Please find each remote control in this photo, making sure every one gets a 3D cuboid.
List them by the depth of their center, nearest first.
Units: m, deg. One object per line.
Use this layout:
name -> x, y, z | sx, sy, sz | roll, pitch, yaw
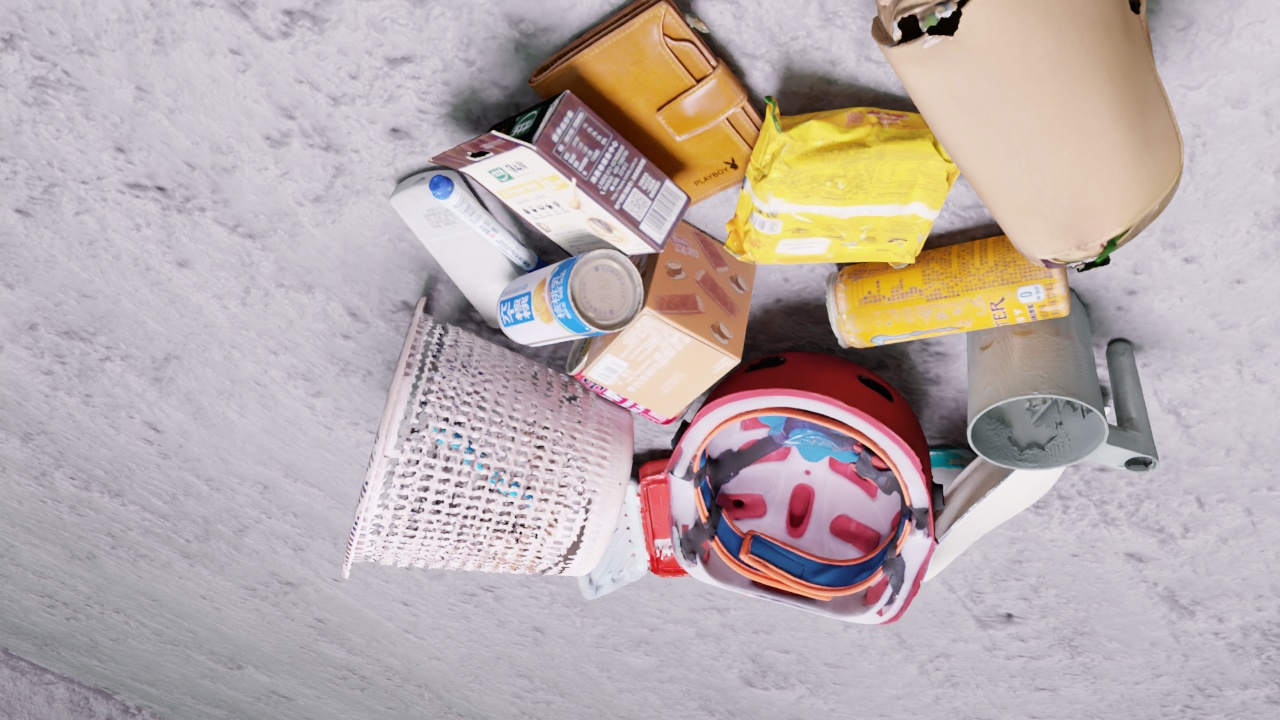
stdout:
remote control -> -0.125, -0.081, 0.693 | 0.058, 0.021, 0.150 | -8, 137, 26

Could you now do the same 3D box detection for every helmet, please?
helmet -> 0.131, 0.078, 0.719 | 0.207, 0.143, 0.240 | 11, 129, 14

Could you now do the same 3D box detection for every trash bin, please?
trash bin -> -0.117, 0.082, 0.744 | 0.192, 0.227, 0.228 | 16, 143, -13

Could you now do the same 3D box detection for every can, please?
can -> 0.201, -0.046, 0.605 | 0.146, 0.058, 0.058 | -10, 136, 28
can -> -0.053, -0.040, 0.627 | 0.053, 0.053, 0.135 | 33, 162, -23
can -> -0.004, 0.004, 0.725 | 0.093, 0.066, 0.067 | 28, 140, -18

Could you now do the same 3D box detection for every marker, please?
marker -> -0.100, -0.088, 0.641 | 0.017, 0.016, 0.145 | -6, 158, 23

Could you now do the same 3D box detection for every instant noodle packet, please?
instant noodle packet -> 0.120, -0.104, 0.552 | 0.128, 0.044, 0.111 | 1, 137, -10

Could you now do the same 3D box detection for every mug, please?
mug -> 0.282, 0.015, 0.620 | 0.124, 0.103, 0.084 | 16, 142, -4

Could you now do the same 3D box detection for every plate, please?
plate -> 0.282, 0.098, 0.723 | 0.034, 0.164, 0.164 | 50, 160, 28

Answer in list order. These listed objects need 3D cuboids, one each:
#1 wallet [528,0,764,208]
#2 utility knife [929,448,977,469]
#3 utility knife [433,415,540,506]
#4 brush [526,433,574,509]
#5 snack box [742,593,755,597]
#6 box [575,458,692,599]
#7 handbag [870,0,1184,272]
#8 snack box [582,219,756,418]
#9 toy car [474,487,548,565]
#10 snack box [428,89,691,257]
wallet -> 0.018, -0.152, 0.555 | 0.119, 0.035, 0.130 | -17, 136, 38
utility knife -> 0.207, 0.090, 0.810 | 0.178, 0.013, 0.029 | -5, 137, 23
utility knife -> -0.126, 0.118, 0.866 | 0.208, 0.018, 0.034 | 34, 152, 23
brush -> -0.077, 0.133, 0.905 | 0.063, 0.072, 0.146 | 5, 140, 12
snack box -> 0.163, 0.168, 0.839 | 0.127, 0.113, 0.044 | 10, 141, 5
box -> 0.004, 0.172, 0.920 | 0.160, 0.049, 0.201 | -13, 141, -5
handbag -> 0.177, -0.144, 0.417 | 0.100, 0.147, 0.204 | -20, 136, 38
snack box -> 0.021, -0.029, 0.652 | 0.077, 0.094, 0.093 | 27, 140, -16
toy car -> -0.122, 0.184, 1.006 | 0.070, 0.042, 0.158 | -11, 135, 29
snack box -> -0.052, -0.113, 0.571 | 0.125, 0.053, 0.113 | 38, 163, -27
